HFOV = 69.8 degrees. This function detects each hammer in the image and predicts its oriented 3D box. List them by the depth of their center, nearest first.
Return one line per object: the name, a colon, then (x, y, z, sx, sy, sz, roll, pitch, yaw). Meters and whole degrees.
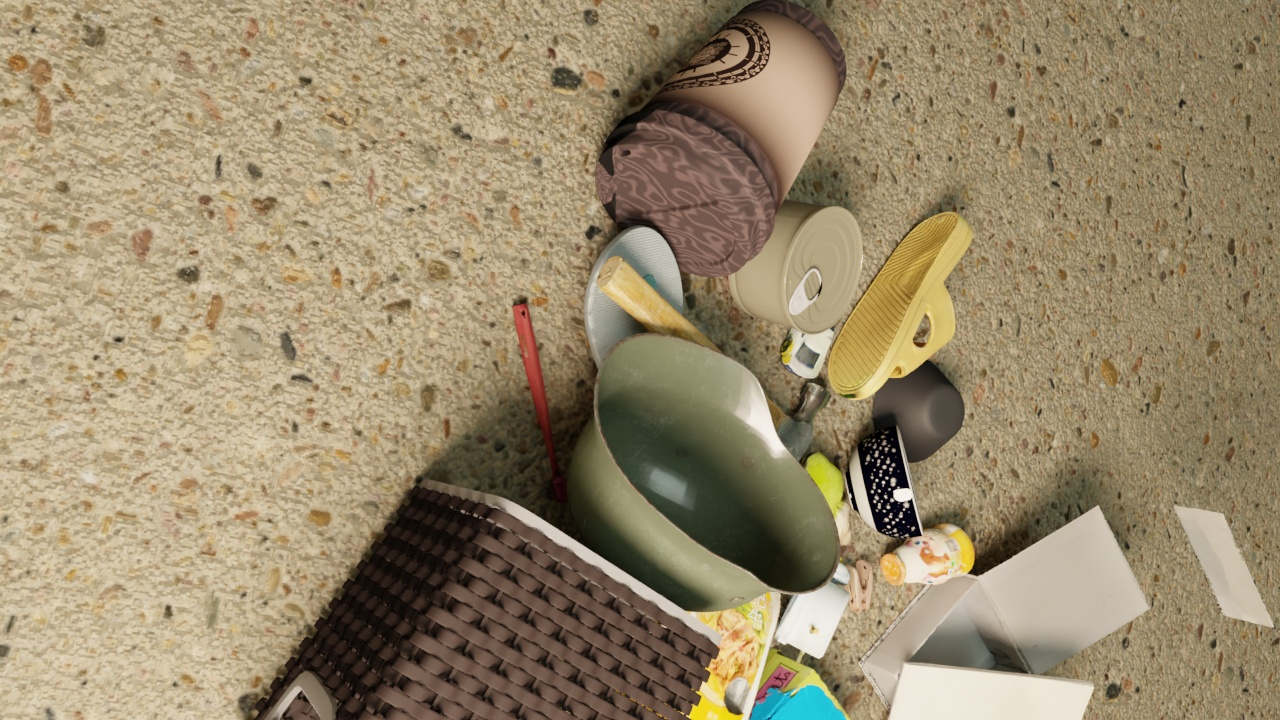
hammer: (0.071, 0.010, 0.881, 0.330, 0.033, 0.132, 40, 75, -38)

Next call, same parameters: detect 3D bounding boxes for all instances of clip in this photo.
clip: (0.236, 0.253, 1.017, 0.045, 0.025, 0.061, -3, 96, -28)

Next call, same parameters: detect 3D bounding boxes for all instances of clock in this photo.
clock: (0.183, 0.254, 0.958, 0.117, 0.057, 0.083, -47, 155, -45)

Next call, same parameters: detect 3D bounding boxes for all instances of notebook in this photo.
notebook: (0.373, 0.404, 1.005, 0.209, 0.012, 0.153, 7, 110, -3)

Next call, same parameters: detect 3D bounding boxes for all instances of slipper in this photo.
slipper: (-0.005, 0.005, 0.880, 0.098, 0.055, 0.269, -16, 109, -24)
slipper: (0.294, -0.050, 1.004, 0.078, 0.100, 0.262, 44, 67, -23)

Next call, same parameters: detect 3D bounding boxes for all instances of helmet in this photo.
helmet: (0.040, 0.123, 0.793, 0.267, 0.154, 0.226, 30, 37, -13)

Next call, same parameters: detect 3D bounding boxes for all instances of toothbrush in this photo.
toothbrush: (-0.090, 0.041, 0.847, 0.016, 0.016, 0.190, -15, 98, -26)

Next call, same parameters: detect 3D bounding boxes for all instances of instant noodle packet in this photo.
instant noodle packet: (0.056, 0.246, 0.900, 0.163, 0.084, 0.221, 34, 68, -26)

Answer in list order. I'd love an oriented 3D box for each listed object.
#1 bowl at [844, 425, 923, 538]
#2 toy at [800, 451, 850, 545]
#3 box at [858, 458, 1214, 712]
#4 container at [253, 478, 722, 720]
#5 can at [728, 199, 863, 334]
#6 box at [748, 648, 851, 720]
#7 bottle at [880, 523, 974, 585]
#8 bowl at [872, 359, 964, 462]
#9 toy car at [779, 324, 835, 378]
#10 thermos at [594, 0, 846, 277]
bowl: (0.258, 0.135, 0.991, 0.066, 0.120, 0.120, -14, 99, 15)
toy: (0.192, 0.162, 0.982, 0.092, 0.043, 0.118, -46, 117, -30)
box: (0.458, 0.289, 1.078, 0.418, 0.108, 0.166, -36, 107, -9)
container: (-0.119, 0.258, 0.710, 0.245, 0.248, 0.243, 38, 71, -23)
can: (0.156, -0.096, 0.919, 0.127, 0.073, 0.128, -18, 117, -40)
box: (0.116, 0.418, 0.930, 0.220, 0.079, 0.124, -46, 111, -23)
bottle: (0.325, 0.224, 1.041, 0.109, 0.063, 0.063, -8, 94, -27)
bowl: (0.331, 0.058, 1.048, 0.124, 0.053, 0.124, 0, 91, -28)
toy car: (0.186, -0.033, 0.983, 0.048, 0.033, 0.105, 25, 78, -24)
thermos: (0.085, -0.214, 0.858, 0.172, 0.173, 0.225, 44, 65, -21)
